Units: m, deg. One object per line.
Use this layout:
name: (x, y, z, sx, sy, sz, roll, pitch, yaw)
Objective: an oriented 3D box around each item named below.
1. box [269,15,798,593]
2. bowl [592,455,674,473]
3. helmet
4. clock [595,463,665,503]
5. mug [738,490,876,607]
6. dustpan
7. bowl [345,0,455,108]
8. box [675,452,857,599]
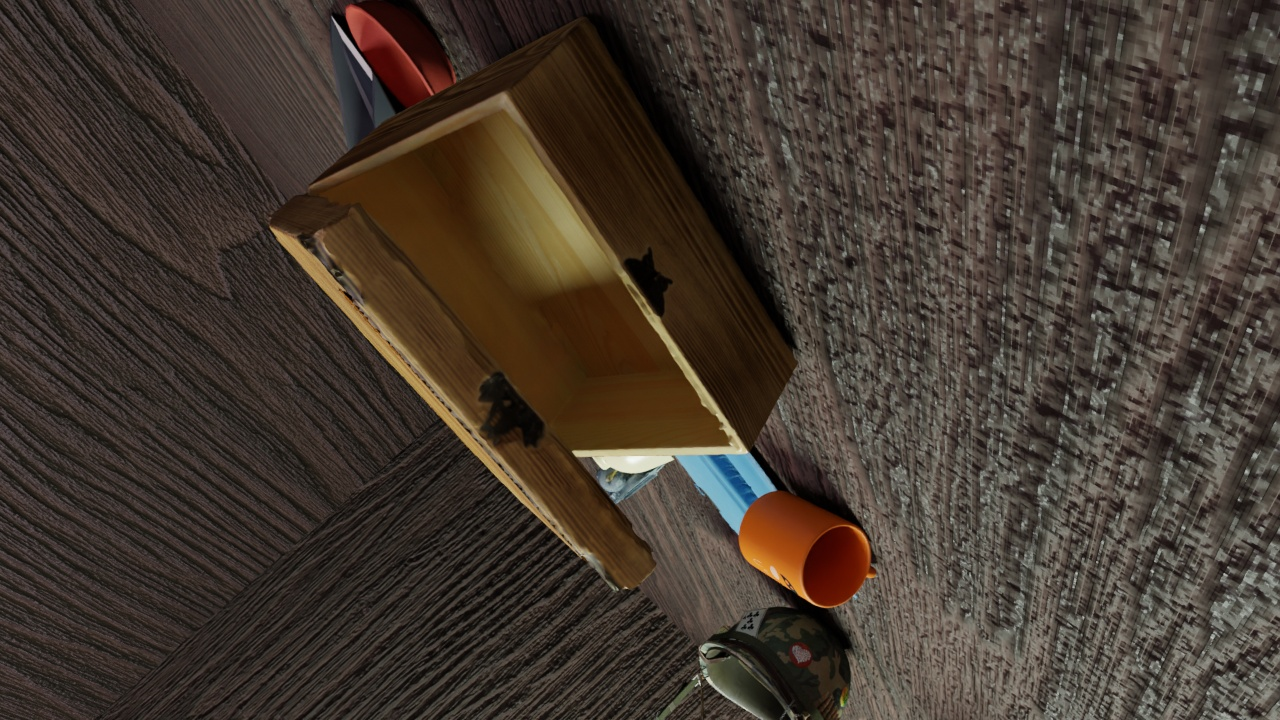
box: (-0.098, -0.020, 0.611, 0.259, 0.220, 0.279, -6, 130, 46)
bowl: (-0.025, 0.085, 1.052, 0.118, 0.074, 0.118, 55, -178, -3)
helmet: (0.154, 0.421, 1.153, 0.193, 0.236, 0.224, 27, 166, 43)
clock: (-0.014, 0.144, 1.214, 0.052, 0.090, 0.129, 51, 170, 9)
mug: (0.162, 0.174, 0.839, 0.112, 0.077, 0.096, 20, 180, -29)
dustpan: (-0.260, -0.182, 0.931, 0.236, 0.080, 0.273, 51, 168, 49)
bowl: (-0.196, -0.256, 0.779, 0.122, 0.035, 0.122, 44, 165, 14)
box: (0.120, 0.153, 0.971, 0.231, 0.033, 0.175, 52, 164, -15)
